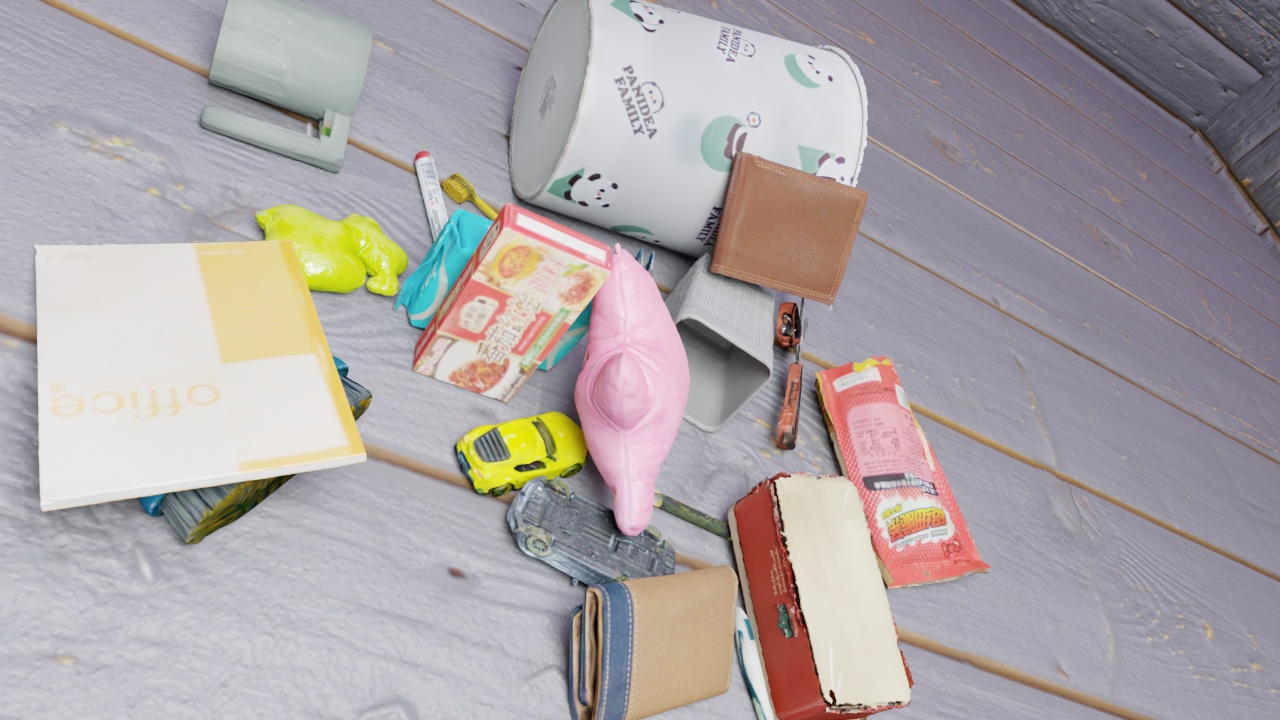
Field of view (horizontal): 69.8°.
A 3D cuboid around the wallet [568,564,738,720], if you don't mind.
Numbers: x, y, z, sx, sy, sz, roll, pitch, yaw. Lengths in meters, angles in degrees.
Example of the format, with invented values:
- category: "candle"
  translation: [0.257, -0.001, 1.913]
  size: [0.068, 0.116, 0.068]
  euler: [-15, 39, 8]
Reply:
- category: "wallet"
  translation: [0.011, 0.175, 0.567]
  size: [0.115, 0.033, 0.090]
  euler: [1, 93, -38]

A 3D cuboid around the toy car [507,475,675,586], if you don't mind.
- category: "toy car"
  translation: [-0.032, 0.122, 0.605]
  size: [0.120, 0.037, 0.054]
  euler: [30, 40, -9]

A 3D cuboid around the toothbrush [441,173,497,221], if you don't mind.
- category: "toothbrush"
  translation: [-0.092, -0.088, 0.766]
  size: [0.190, 0.016, 0.016]
  euler: [43, 44, 1]

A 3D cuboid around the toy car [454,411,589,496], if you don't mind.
- category: "toy car"
  translation: [-0.076, 0.059, 0.630]
  size: [0.105, 0.032, 0.048]
  euler: [-9, 60, -45]

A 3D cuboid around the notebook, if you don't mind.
- category: "notebook"
  translation: [-0.248, -0.006, 0.505]
  size: [0.145, 0.010, 0.206]
  euler: [-6, 42, -29]

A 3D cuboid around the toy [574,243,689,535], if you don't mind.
- category: "toy"
  translation: [-0.004, 0.004, 0.631]
  size: [0.074, 0.179, 0.194]
  euler: [-1, 22, 6]

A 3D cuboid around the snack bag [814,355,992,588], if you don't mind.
- category: "snack bag"
  translation: [0.229, 0.099, 0.825]
  size: [0.128, 0.073, 0.207]
  euler: [4, 57, -32]

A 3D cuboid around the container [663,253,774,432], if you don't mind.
- category: "container"
  translation: [0.058, -0.020, 0.771]
  size: [0.090, 0.090, 0.114]
  euler: [33, 37, -11]

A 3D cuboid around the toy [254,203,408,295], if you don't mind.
- category: "toy"
  translation: [-0.214, -0.076, 0.642]
  size: [0.096, 0.031, 0.099]
  euler: [46, 39, 3]

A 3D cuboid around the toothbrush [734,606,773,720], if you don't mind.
- category: "toothbrush"
  translation: [0.082, 0.252, 0.597]
  size: [0.018, 0.016, 0.191]
  euler: [5, 51, -23]

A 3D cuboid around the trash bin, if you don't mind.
- category: "trash bin"
  translation: [0.031, -0.205, 0.823]
  size: [0.251, 0.230, 0.229]
  euler: [10, 48, -26]

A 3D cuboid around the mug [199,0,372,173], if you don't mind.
- category: "mug"
  translation: [-0.269, -0.215, 0.697]
  size: [0.103, 0.084, 0.123]
  euler: [15, 71, -28]

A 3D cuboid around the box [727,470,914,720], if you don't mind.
- category: "box"
  translation: [0.130, 0.165, 0.649]
  size: [0.091, 0.078, 0.168]
  euler: [8, 57, -28]

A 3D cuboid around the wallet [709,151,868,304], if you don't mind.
- category: "wallet"
  translation: [0.121, -0.108, 0.756]
  size: [0.124, 0.101, 0.032]
  euler: [12, 10, -22]

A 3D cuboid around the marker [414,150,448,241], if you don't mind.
- category: "marker"
  translation: [-0.161, -0.112, 0.731]
  size: [0.017, 0.017, 0.145]
  euler: [5, 51, -36]

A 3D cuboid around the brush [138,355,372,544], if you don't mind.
- category: "brush"
  translation: [-0.219, 0.037, 0.514]
  size: [0.073, 0.055, 0.143]
  euler: [44, 39, 0]

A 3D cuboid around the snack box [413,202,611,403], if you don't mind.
- category: "snack box"
  translation: [-0.088, -0.032, 0.608]
  size: [0.075, 0.153, 0.025]
  euler: [21, 44, -24]

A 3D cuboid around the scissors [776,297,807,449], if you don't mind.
- category: "scissors"
  translation: [0.141, -0.010, 0.836]
  size: [0.226, 0.015, 0.189]
  euler: [34, 59, -72]

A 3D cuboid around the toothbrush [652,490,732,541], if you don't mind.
- category: "toothbrush"
  translation: [0.073, 0.131, 0.697]
  size: [0.185, 0.017, 0.012]
  euler: [27, 51, -18]

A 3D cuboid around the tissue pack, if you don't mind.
- category: "tissue pack"
  translation: [-0.100, -0.049, 0.661]
  size: [0.133, 0.093, 0.050]
  euler: [19, 45, -25]

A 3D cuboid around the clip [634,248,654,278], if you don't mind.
- category: "clip"
  translation: [0.002, -0.073, 0.824]
  size: [0.036, 0.025, 0.057]
  euler: [13, 54, -19]
